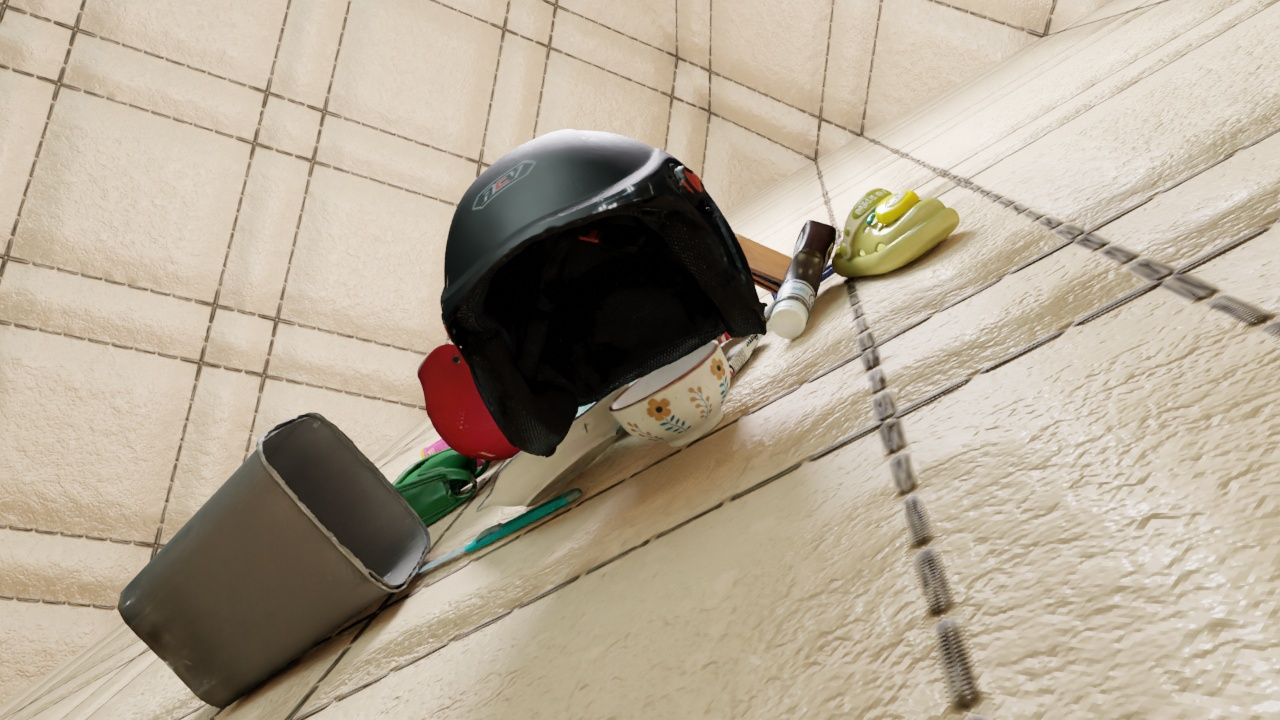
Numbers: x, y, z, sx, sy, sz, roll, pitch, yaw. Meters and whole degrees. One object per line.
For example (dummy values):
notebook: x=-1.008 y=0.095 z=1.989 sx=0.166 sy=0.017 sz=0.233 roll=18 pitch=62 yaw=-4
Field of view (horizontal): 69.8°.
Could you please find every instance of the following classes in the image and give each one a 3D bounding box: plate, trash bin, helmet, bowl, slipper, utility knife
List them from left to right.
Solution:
trash bin: x=-0.362 y=0.202 z=0.917 sx=0.220 sy=0.198 sz=0.199 roll=-41 pitch=6 yaw=4
utility knife: x=-0.139 y=0.165 z=0.881 sx=0.222 sy=0.013 sz=0.029 roll=-29 pitch=8 yaw=25
helmet: x=-0.162 y=0.054 z=1.183 sx=0.240 sy=0.144 sz=0.207 roll=-3 pitch=-8 yaw=-13
plate: x=-0.076 y=0.094 z=0.879 sx=0.163 sy=0.034 sz=0.164 roll=-34 pitch=-11 yaw=-33
helmet: x=-0.044 y=-0.071 z=0.734 sx=0.234 sy=0.230 sz=0.274 roll=-31 pitch=-30 yaw=10
bowl: x=0.035 y=0.037 z=0.815 sx=0.113 sy=0.062 sz=0.113 roll=-31 pitch=9 yaw=5
slipper: x=0.255 y=-0.139 z=0.983 sx=0.091 sy=0.081 sz=0.191 roll=-37 pitch=6 yaw=-14

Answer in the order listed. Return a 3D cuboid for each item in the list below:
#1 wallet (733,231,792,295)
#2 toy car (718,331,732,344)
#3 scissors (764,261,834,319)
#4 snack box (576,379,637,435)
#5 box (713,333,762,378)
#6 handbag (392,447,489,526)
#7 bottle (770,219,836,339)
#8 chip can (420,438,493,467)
wallet: x=0.140 y=-0.123 z=1.136 sx=0.130 sy=0.119 sz=0.035 roll=-67 pitch=-3 yaw=-68
toy car: x=0.080 y=-0.026 z=1.067 sx=0.045 sy=0.053 sz=0.120 roll=9 pitch=42 yaw=41
scissors: x=0.180 y=-0.080 z=1.150 sx=0.163 sy=0.012 sz=0.175 roll=-30 pitch=10 yaw=22
snack box: x=-0.006 y=0.006 z=0.960 sx=0.074 sy=0.051 sz=0.175 roll=-41 pitch=-15 yaw=-50
box: x=0.080 y=0.001 z=0.954 sx=0.163 sy=0.081 sz=0.075 roll=-46 pitch=-13 yaw=-53
handbag: x=-0.260 y=0.163 z=1.205 sx=0.120 sy=0.068 sz=0.131 roll=-23 pitch=8 yaw=7
bottle: x=0.175 y=-0.085 z=0.997 sx=0.194 sy=0.044 sz=0.080 roll=-60 pitch=-14 yaw=-54
chip can: x=-0.208 y=0.102 z=1.317 sx=0.210 sy=0.071 sz=0.071 roll=-33 pitch=8 yaw=-1
